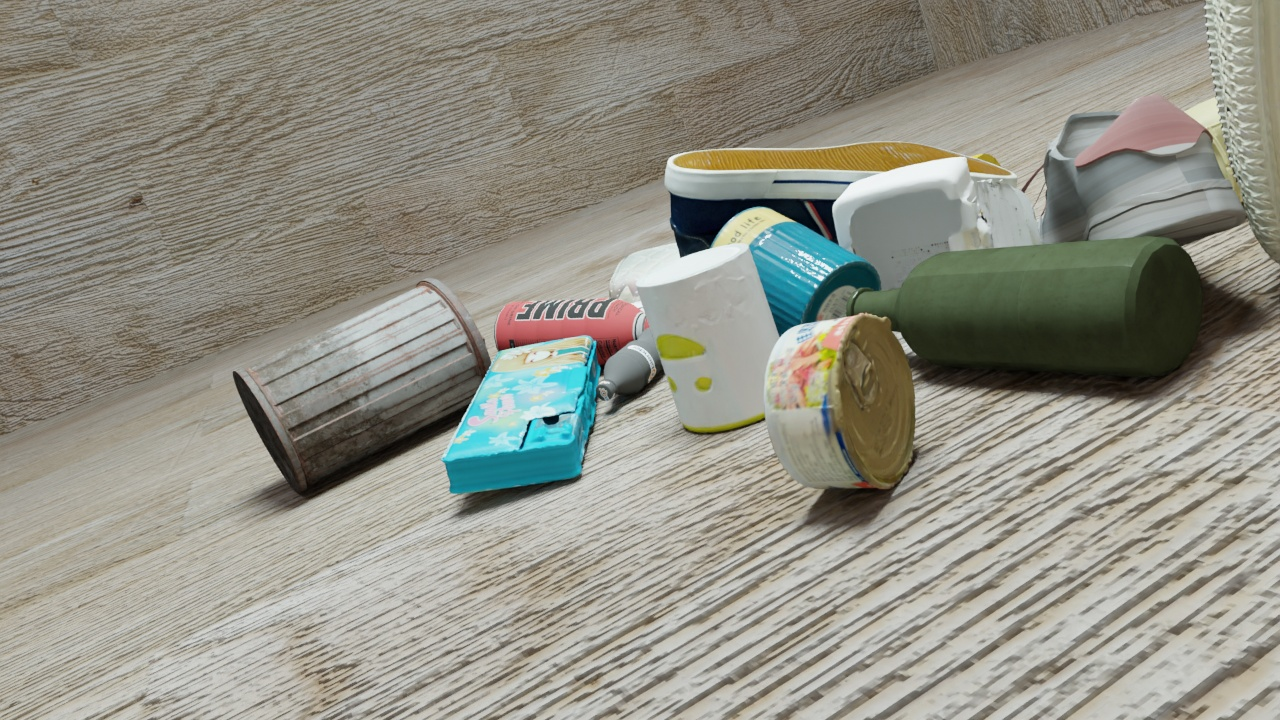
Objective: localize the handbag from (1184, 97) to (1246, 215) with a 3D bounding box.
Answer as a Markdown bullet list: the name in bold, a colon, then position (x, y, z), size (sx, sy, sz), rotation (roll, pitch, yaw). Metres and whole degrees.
- **handbag**: position (0.432, -0.155, 0.697), size (0.119, 0.081, 0.111), rotation (-26, 8, -18)

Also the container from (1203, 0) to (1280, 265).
- **container**: position (0.385, -0.157, 0.453), size (0.185, 0.252, 0.142), rotation (-4, 31, 39)

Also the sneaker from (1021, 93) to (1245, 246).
- **sneaker**: position (0.294, -0.109, 0.579), size (0.099, 0.089, 0.236), rotation (-10, -2, 8)

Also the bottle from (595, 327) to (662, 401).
- **bottle**: position (-0.004, 0.004, 0.759), size (0.036, 0.036, 0.109), rotation (-10, 17, 32)

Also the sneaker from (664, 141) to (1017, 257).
- **sneaker**: position (0.167, -0.117, 0.781), size (0.294, 0.127, 0.120), rotation (-4, 27, -3)

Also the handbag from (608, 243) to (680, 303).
- **handbag**: position (0.067, -0.098, 0.969), size (0.195, 0.072, 0.138), rotation (-16, 15, 15)

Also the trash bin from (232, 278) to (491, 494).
- **trash bin**: position (-0.243, 0.018, 0.845), size (0.210, 0.131, 0.131), rotation (-29, 17, -28)

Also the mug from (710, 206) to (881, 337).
- **mug**: position (0.105, -0.043, 0.680), size (0.083, 0.114, 0.107), rotation (19, 14, -46)

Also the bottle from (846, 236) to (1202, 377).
- **bottle**: position (0.206, -0.030, 0.538), size (0.071, 0.071, 0.207), rotation (-28, 16, -28)

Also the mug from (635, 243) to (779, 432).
- **mug**: position (0.051, -0.016, 0.621), size (0.082, 0.106, 0.082), rotation (-19, 14, 5)

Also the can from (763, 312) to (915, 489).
- **can**: position (0.101, 0.021, 0.457), size (0.043, 0.086, 0.086), rotation (-8, 18, 41)

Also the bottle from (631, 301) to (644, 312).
- **bottle**: position (-0.003, -0.036, 0.900), size (0.116, 0.041, 0.041), rotation (-12, 16, 28)

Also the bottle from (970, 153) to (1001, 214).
- **bottle**: position (0.273, -0.157, 0.920), size (0.070, 0.071, 0.164), rotation (-30, 18, -36)

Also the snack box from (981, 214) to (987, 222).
- **snack box**: position (0.230, -0.085, 0.784), size (0.154, 0.033, 0.088), rotation (-19, 15, 2)

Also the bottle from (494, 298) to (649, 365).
- **bottle**: position (-0.050, -0.027, 0.863), size (0.177, 0.062, 0.062), rotation (0, 22, 29)

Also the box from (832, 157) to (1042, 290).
- **box**: position (0.222, -0.083, 0.648), size (0.101, 0.111, 0.189), rotation (-33, 20, -34)

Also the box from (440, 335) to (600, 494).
- **box**: position (-0.084, 0.034, 0.710), size (0.094, 0.039, 0.226), rotation (-9, 18, 4)
